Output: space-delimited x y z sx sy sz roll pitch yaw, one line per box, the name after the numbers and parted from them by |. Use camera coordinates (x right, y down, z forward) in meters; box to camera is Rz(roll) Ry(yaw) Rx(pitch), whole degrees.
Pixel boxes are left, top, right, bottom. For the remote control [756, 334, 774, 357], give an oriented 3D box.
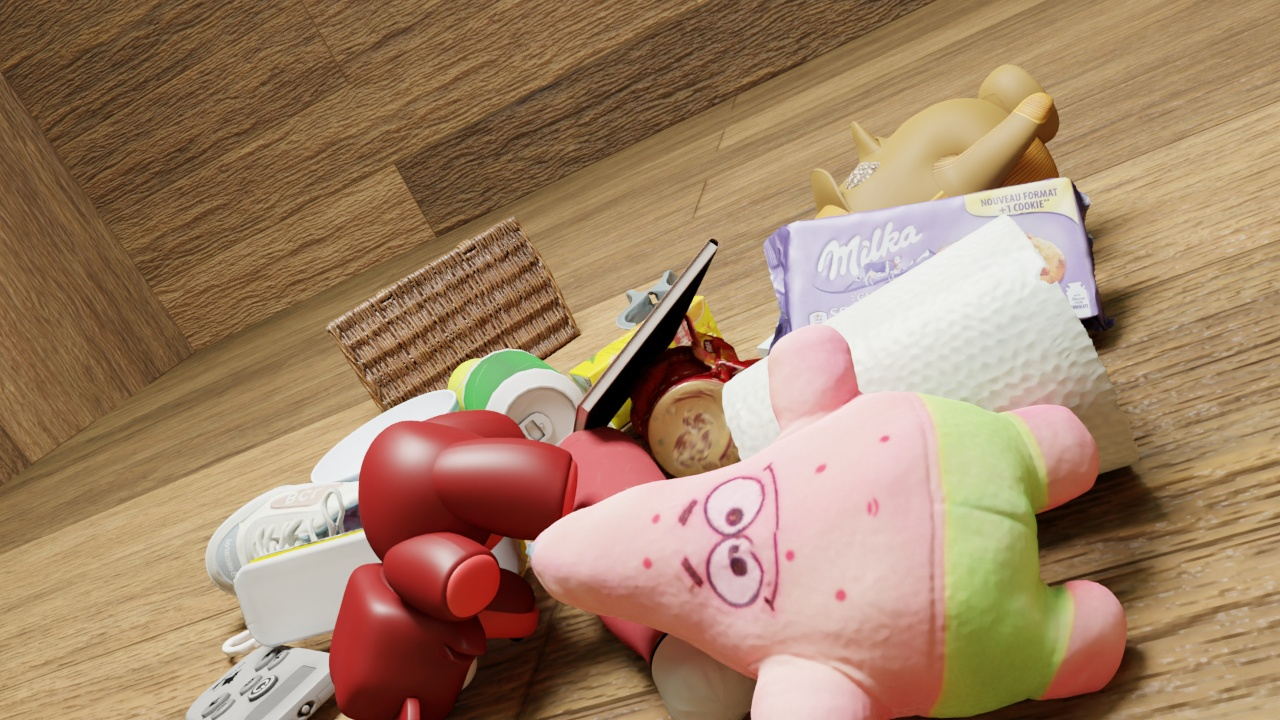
0.136 -0.010 0.707 0.049 0.024 0.143 -30 18 -7 | remote control

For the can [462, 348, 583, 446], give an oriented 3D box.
-0.103 0.041 0.804 0.087 0.088 0.140 -32 19 -13 | can

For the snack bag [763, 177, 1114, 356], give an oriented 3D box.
0.183 -0.050 0.592 0.206 0.096 0.058 -7 -15 16 | snack bag

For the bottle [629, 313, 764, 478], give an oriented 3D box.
0.041 0.026 0.632 0.099 0.099 0.111 -26 12 5 | bottle

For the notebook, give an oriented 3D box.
-0.004 0.004 0.668 0.141 0.008 0.209 -52 -5 -16 | notebook

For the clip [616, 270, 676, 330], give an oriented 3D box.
0.036 -0.069 1.006 0.127 0.028 0.166 -23 19 9 | clip

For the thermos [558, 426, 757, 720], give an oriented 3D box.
0.002 0.110 0.495 0.073 0.073 0.240 -29 24 -6 | thermos

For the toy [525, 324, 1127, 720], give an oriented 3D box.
0.066 0.075 0.372 0.237 0.097 0.191 -5 58 14 | toy

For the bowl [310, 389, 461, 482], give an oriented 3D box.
-0.212 0.097 0.829 0.144 0.074 0.143 -25 18 9 | bowl

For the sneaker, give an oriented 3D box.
-0.250 0.134 0.708 0.242 0.089 0.090 -14 -6 16 | sneaker

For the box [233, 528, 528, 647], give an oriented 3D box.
-0.180 0.146 0.637 0.209 0.064 0.033 -16 6 9 | box

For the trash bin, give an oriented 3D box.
0.137 0.023 0.464 0.161 0.133 0.133 -27 18 17 | trash bin

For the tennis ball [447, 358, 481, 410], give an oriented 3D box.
-0.168 0.031 0.960 0.065 0.065 0.065 -25 18 9 | tennis ball

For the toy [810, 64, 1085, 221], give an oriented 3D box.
0.205 -0.111 0.690 0.203 0.162 0.199 -36 -9 -4 | toy

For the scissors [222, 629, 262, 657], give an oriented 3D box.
-0.275 0.203 0.727 0.133 0.012 0.096 -17 18 25 | scissors

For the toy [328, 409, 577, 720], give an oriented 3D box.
-0.115 0.127 0.524 0.158 0.120 0.197 17 91 62 | toy

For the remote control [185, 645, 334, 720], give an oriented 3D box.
-0.254 0.223 0.615 0.151 0.019 0.074 -14 22 48 | remote control

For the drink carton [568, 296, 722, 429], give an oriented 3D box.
0.010 -0.001 0.807 0.134 0.058 0.043 -35 22 -23 | drink carton

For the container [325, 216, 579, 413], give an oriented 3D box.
-0.236 -0.039 1.112 0.249 0.162 0.183 -34 14 -19 | container
